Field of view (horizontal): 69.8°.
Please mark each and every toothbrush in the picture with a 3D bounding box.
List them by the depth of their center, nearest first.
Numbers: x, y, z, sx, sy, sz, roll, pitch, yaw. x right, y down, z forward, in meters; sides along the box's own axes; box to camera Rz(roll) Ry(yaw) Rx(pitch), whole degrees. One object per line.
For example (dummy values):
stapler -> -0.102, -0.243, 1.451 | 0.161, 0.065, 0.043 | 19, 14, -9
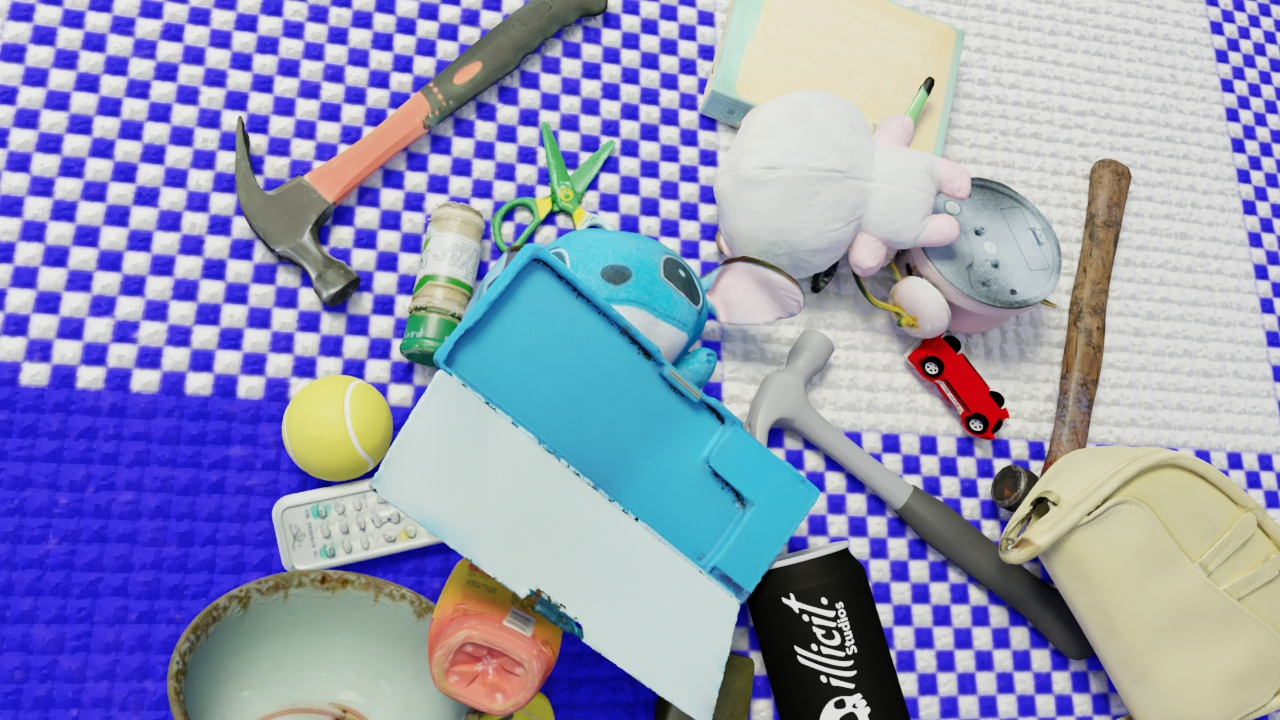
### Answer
toothbrush -> 0.179, -0.134, 0.700 | 0.014, 0.017, 0.188 | 29, 90, -8

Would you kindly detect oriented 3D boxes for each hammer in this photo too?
hammer -> -0.142, -0.191, 0.661 | 0.133, 0.033, 0.332 | 45, 69, 1
hammer -> 0.207, 0.116, 0.665 | 0.311, 0.030, 0.124 | 38, 70, -2
hammer -> 0.364, -0.017, 0.738 | 0.120, 0.033, 0.329 | 25, 69, -16

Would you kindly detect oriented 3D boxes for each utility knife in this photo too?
utility knife -> -0.133, 0.248, 0.551 | 0.174, 0.020, 0.028 | -23, 80, -17

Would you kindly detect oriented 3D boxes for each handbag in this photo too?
handbag -> -0.017, 0.204, 0.582 | 0.178, 0.028, 0.084 | 18, 65, -12
handbag -> 0.366, 0.158, 0.637 | 0.190, 0.089, 0.233 | -37, 100, -19

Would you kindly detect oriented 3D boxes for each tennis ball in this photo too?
tennis ball -> -0.187, 0.042, 0.567 | 0.065, 0.065, 0.065 | 4, 75, -13

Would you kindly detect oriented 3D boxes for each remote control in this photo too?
remote control -> -0.159, 0.096, 0.580 | 0.133, 0.022, 0.050 | -10, 99, -16

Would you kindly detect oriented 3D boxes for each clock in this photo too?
clock -> 0.235, -0.074, 0.697 | 0.157, 0.059, 0.116 | -10, 65, -16

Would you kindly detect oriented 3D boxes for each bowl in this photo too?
bowl -> -0.175, 0.201, 0.501 | 0.160, 0.159, 0.094 | 16, 112, -10

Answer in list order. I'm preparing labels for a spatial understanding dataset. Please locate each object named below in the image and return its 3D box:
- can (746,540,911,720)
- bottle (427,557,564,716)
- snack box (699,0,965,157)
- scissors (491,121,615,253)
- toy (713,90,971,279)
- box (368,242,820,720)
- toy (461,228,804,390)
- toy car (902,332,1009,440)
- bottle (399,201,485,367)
can -> 0.122, 0.197, 0.594 | 0.080, 0.080, 0.146 | -12, 79, -17
bottle -> -0.080, 0.142, 0.534 | 0.071, 0.134, 0.048 | 26, 105, -7
snack box -> 0.157, -0.233, 0.736 | 0.193, 0.044, 0.141 | 18, 73, -9
scissors -> -0.050, -0.114, 0.671 | 0.123, 0.012, 0.126 | 40, 71, -2
toy -> 0.141, -0.123, 0.658 | 0.180, 0.101, 0.139 | 10, 91, 10
box -> -0.020, 0.073, 0.531 | 0.243, 0.060, 0.175 | 41, 62, -19
toy -> -0.004, 0.004, 0.608 | 0.224, 0.099, 0.191 | -2, 82, -14
toy car -> 0.243, 0.019, 0.700 | 0.089, 0.025, 0.038 | 51, 52, -1
bottle -> -0.131, -0.051, 0.619 | 0.042, 0.043, 0.109 | 11, 73, -11
